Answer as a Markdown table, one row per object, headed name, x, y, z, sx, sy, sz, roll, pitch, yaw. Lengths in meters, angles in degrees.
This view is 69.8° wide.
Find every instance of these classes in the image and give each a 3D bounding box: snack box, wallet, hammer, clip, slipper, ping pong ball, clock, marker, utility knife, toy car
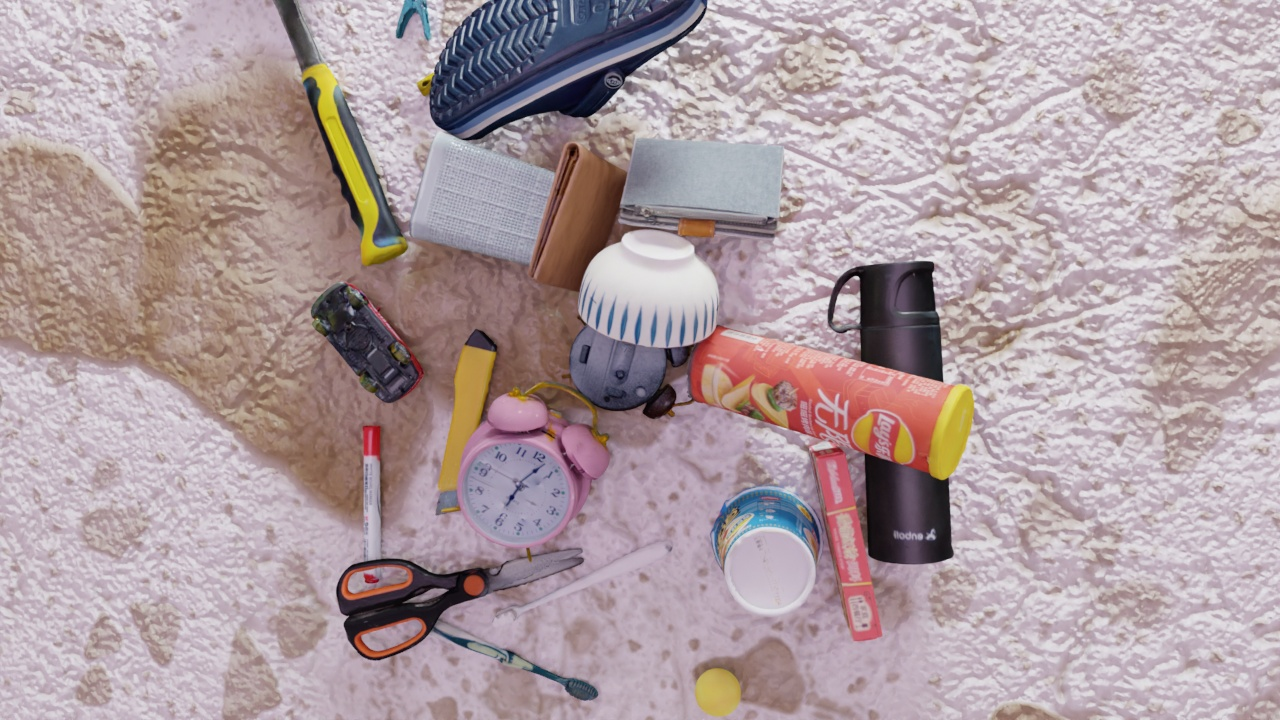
| name | x | y | z | sx | sy | sz | roll | pitch | yaw |
| --- | --- | --- | --- | --- | --- | --- | --- | --- | --- |
| snack box | 0.169 | 0.147 | 0.764 | 0.025 | 0.075 | 0.153 | -12 | 91 | 7 |
| wallet | 0.052 | -0.142 | 0.767 | 0.130 | 0.037 | 0.106 | 6 | 53 | 6 |
| wallet | -0.051 | -0.115 | 0.768 | 0.020 | 0.101 | 0.115 | 21 | 95 | 22 |
| hammer | -0.284 | -0.243 | 0.826 | 0.126 | 0.032 | 0.323 | -23 | 89 | 8 |
| clip | -0.202 | -0.314 | 0.822 | 0.034 | 0.013 | 0.055 | 9 | 96 | 6 |
| slipper | -0.059 | -0.258 | 0.768 | 0.253 | 0.095 | 0.105 | -20 | 59 | 18 |
| ping pong ball | 0.068 | 0.290 | 0.801 | 0.040 | 0.040 | 0.040 | 0 | 92 | 7 |
| clock | -0.093 | 0.089 | 0.788 | 0.117 | 0.059 | 0.159 | 31 | 104 | -4 |
| marker | -0.247 | 0.133 | 0.845 | 0.017 | 0.017 | 0.145 | 1 | 93 | 7 |
| utility knife | -0.161 | 0.058 | 0.832 | 0.033 | 0.015 | 0.176 | 15 | 96 | 12 |
| toy car | -0.244 | -0.016 | 0.824 | 0.053 | 0.045 | 0.120 | -41 | 85 | 5 |
| clock | -0.005 | 0.005 | 0.790 | 0.122 | 0.055 | 0.082 | 15 | 94 | 5 |

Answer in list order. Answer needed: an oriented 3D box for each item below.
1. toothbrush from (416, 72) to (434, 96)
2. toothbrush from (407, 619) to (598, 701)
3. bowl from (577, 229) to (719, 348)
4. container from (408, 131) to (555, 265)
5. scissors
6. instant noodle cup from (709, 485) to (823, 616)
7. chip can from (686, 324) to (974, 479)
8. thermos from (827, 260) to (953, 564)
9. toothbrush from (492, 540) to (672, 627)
| name | x | y | z | sx | sy | sz | roll | pitch | yaw |
| --- | --- | --- | --- | --- | --- | --- | --- | --- | --- |
| toothbrush | -0.116 | -0.287 | 0.810 | 0.190 | 0.016 | 0.015 | -28 | 89 | 8 |
| toothbrush | -0.128 | 0.270 | 0.836 | 0.191 | 0.018 | 0.016 | 21 | 94 | 6 |
| bowl | 0.009 | -0.066 | 0.746 | 0.116 | 0.116 | 0.066 | 11 | 120 | 6 |
| container | -0.123 | -0.131 | 0.784 | 0.111 | 0.090 | 0.090 | 17 | 94 | 2 |
| scissors | -0.159 | 0.219 | 0.833 | 0.235 | 0.021 | 0.139 | 6 | 93 | 0 |
| instant noodle cup | 0.105 | 0.161 | 0.756 | 0.099 | 0.110 | 0.099 | 0 | 93 | 7 |
| chip can | 0.143 | 0.028 | 0.721 | 0.217 | 0.073 | 0.073 | 17 | 95 | 31 |
| thermos | 0.207 | 0.042 | 0.763 | 0.090 | 0.068 | 0.242 | -4 | 90 | 18 |
| toothbrush | -0.053 | 0.201 | 0.824 | 0.180 | 0.016 | 0.016 | -25 | 91 | 7 |
